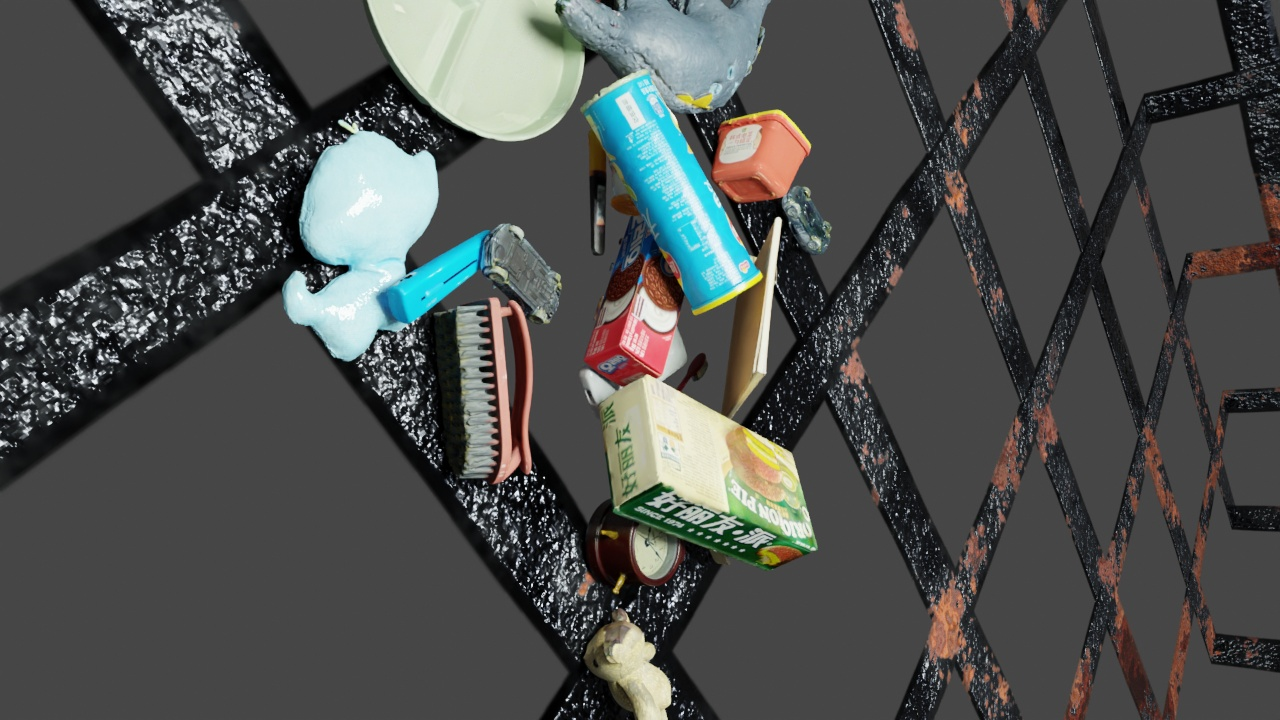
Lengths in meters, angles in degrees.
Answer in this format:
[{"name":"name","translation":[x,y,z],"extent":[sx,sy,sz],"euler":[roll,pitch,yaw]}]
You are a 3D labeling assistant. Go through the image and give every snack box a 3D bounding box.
[{"name":"snack box","translation":[0.067,0.110,0.856],"extent":[0.240,0.063,0.114],"euler":[29,40,-42]},{"name":"snack box","translation":[0.008,-0.077,0.866],"extent":[0.057,0.058,0.207],"euler":[34,55,-27]},{"name":"snack box","translation":[0.126,-0.221,1.005],"extent":[0.082,0.091,0.080],"euler":[36,68,-38]}]

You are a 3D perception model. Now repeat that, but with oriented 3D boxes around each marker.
[{"name":"marker","translation":[-0.041,-0.161,0.872],"extent":[0.018,0.015,0.124],"euler":[2,87,-46]}]

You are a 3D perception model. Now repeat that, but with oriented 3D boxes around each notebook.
[{"name":"notebook","translation":[0.106,-0.030,0.909],"extent":[0.012,0.212,0.149],"euler":[9,73,-1]}]

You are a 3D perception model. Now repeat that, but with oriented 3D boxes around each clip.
[{"name":"clip","translation":[0.074,0.163,0.942],"extent":[0.100,0.035,0.070],"euler":[54,49,-32]}]

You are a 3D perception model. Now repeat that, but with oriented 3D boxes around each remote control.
[{"name":"remote control","translation":[-0.005,0.005,0.884],"extent":[0.135,0.020,0.056],"euler":[-35,109,-42]}]

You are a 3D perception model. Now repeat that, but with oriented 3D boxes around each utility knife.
[{"name":"utility knife","translation":[-0.147,-0.071,0.717],"extent":[0.160,0.018,0.034],"euler":[-53,150,-58]}]

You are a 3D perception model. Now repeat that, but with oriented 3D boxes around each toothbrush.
[{"name":"toothbrush","translation":[0.024,0.057,0.915],"extent":[0.187,0.016,0.017],"euler":[-54,133,-37]}]

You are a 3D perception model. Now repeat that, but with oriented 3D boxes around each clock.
[{"name":"clock","translation":[0.003,0.164,0.849],"extent":[0.121,0.055,0.082],"euler":[-18,98,-48]}]

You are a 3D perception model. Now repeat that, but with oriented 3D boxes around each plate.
[{"name":"plate","translation":[-0.138,-0.297,0.774],"extent":[0.229,0.028,0.230],"euler":[7,81,-46]}]

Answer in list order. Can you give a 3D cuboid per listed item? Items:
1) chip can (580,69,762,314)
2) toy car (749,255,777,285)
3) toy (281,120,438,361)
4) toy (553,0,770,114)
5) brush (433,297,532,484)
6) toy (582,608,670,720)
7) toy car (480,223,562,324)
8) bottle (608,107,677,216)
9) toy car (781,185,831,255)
[{"name":"chip can","translation":[0.028,-0.148,0.820],"extent":[0.071,0.071,0.210],"euler":[-35,97,-44]},{"name":"toy car","translation":[0.115,-0.100,1.017],"extent":[0.090,0.035,0.042],"euler":[8,77,-43]},{"name":"toy","translation":[-0.200,-0.092,0.666],"extent":[0.161,0.050,0.156],"euler":[-39,124,-42]},{"name":"toy","translation":[0.042,-0.317,0.919],"extent":[0.355,0.092,0.138],"euler":[-25,109,-48]},{"name":"brush","translation":[-0.119,0.025,0.729],"extent":[0.069,0.063,0.146],"euler":[-5,90,-34]},{"name":"toy","translation":[-0.004,0.303,0.828],"extent":[0.105,0.066,0.157],"euler":[-75,149,-69]},{"name":"toy car","translation":[-0.103,-0.072,0.777],"extent":[0.105,0.031,0.048],"euler":[51,47,-49]},{"name":"bottle","translation":[-0.001,-0.195,0.882],"extent":[0.063,0.063,0.108],"euler":[27,67,-42]},{"name":"toy car","translation":[0.200,-0.170,1.117],"extent":[0.090,0.034,0.042],"euler":[53,53,-26]}]
